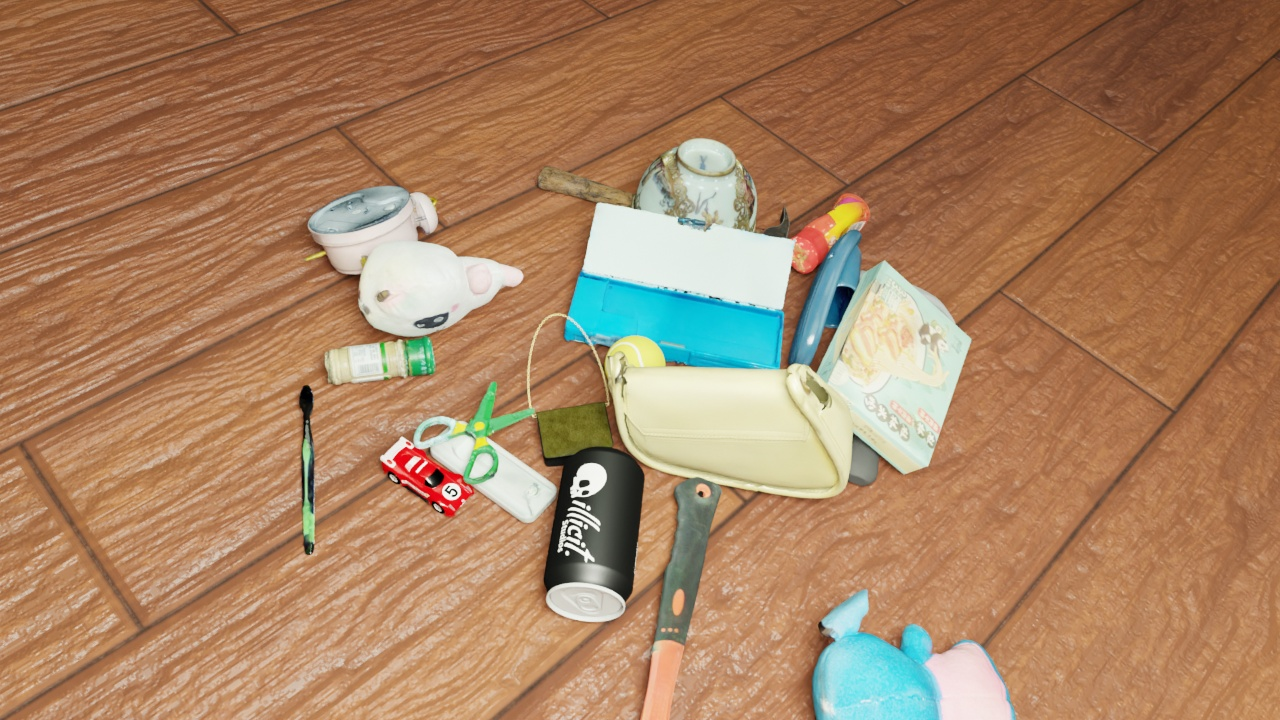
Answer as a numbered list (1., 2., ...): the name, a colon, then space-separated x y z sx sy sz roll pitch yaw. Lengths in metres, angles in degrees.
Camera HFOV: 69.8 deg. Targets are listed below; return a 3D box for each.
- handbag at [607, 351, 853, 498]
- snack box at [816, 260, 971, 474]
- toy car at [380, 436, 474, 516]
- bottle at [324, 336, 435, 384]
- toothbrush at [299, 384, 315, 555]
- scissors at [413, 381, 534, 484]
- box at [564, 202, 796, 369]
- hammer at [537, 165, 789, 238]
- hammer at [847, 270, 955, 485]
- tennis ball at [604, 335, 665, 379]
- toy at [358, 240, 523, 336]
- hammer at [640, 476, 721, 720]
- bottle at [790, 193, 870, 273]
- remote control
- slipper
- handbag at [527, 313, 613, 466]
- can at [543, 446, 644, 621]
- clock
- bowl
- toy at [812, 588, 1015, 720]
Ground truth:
1. handbag: 0.089 0.052 0.902 0.233 0.191 0.088 3 54 16
2. snack box: 0.274 0.005 0.994 0.141 0.044 0.193 39 55 -10
3. toy car: -0.207 0.113 0.891 0.089 0.025 0.038 30 52 15
4. bottle: -0.272 0.002 0.962 0.110 0.043 0.042 -7 53 -14
5. toothbrush: -0.322 0.103 0.890 0.014 0.017 0.187 -8 56 -11
6. scissors: -0.169 0.067 0.914 0.123 0.012 0.126 11 49 -2
7. box: 0.048 -0.076 1.065 0.243 0.060 0.175 11 72 0
8. hammer: 0.030 -0.198 1.188 0.330 0.033 0.119 17 46 5
9. hammer: 0.282 0.018 1.053 0.125 0.030 0.309 20 51 7
10. tennis ball: -0.006 0.006 0.987 0.065 0.065 0.065 5 50 -6
11. toy: -0.216 -0.081 0.990 0.179 0.139 0.101 -9 87 -31
12. hammer: 0.029 0.238 0.816 0.133 0.033 0.332 22 46 -7
13. bottle: 0.234 -0.159 1.159 0.048 0.072 0.133 43 54 11
14. remote control: -0.146 0.107 0.908 0.133 0.022 0.050 32 53 17
15. slipper: 0.225 -0.071 1.069 0.059 0.104 0.213 23 55 8
16. handbag: -0.079 0.026 0.973 0.084 0.027 0.177 -9 59 -7
17. can: -0.041 0.158 0.847 0.080 0.080 0.145 9 50 -2
18. clock: -0.302 -0.158 1.056 0.117 0.059 0.157 10 40 30
19. bowl: 0.072 -0.212 1.120 0.160 0.094 0.159 5 47 -5
20. toy: 0.233 0.307 0.772 0.191 0.099 0.223 9 57 -17
